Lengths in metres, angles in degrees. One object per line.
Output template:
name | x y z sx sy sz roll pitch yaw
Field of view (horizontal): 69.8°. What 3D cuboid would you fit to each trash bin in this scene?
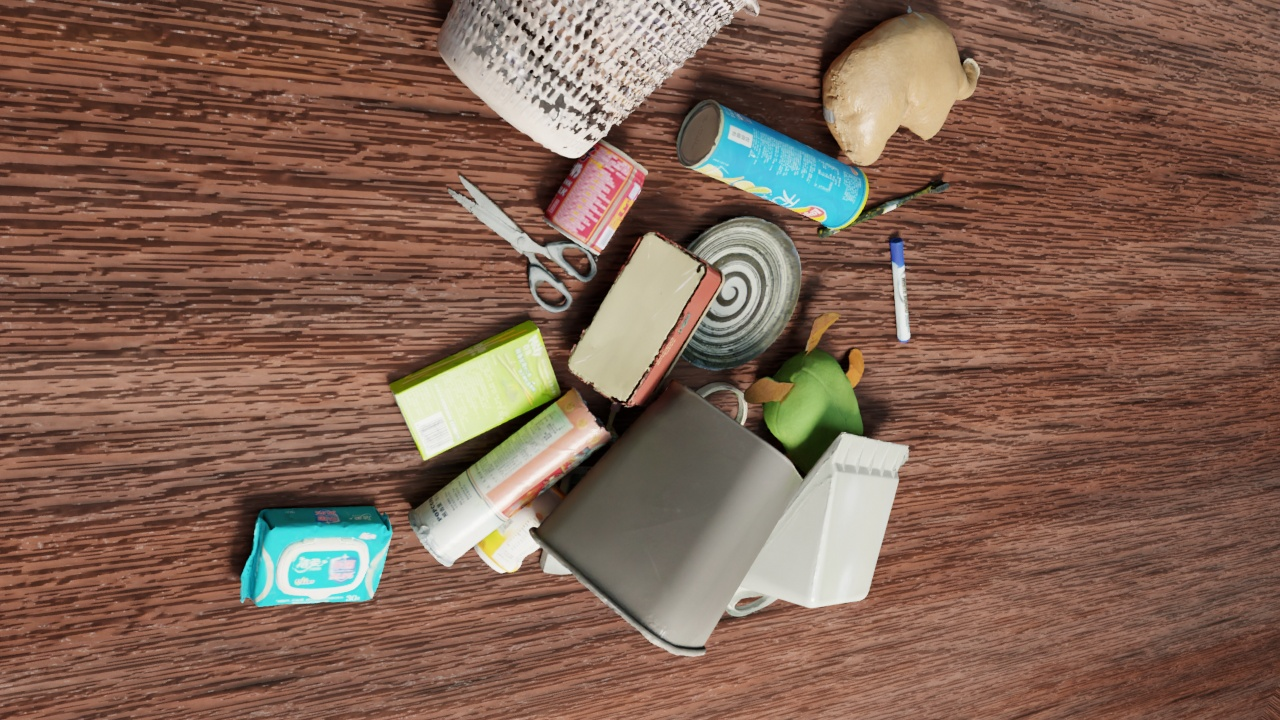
trash bin | 0.040 0.160 0.960 0.219 0.199 0.198 -53 156 -5
trash bin | -0.050 -0.281 0.736 0.227 0.227 0.192 30 109 -36

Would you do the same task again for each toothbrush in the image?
toothbrush | -0.006 0.006 1.006 0.020 0.029 0.190 21 104 7
toothbrush | 0.288 -0.178 1.079 0.185 0.017 0.012 -23 117 -18

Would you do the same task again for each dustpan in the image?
dustpan | 0.205 0.211 1.141 0.222 0.143 0.257 14 87 -53

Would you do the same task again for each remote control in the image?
remote control | -0.075 0.185 1.054 0.056 0.019 0.135 5 110 -31

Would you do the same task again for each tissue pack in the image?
tissue pack | -0.320 0.192 0.902 0.133 0.050 0.093 4 112 -30

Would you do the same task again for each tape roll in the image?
tape roll | 0.088 0.067 1.091 0.085 0.014 0.086 -13 119 -24

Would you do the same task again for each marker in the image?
marker | 0.324 -0.086 1.146 0.016 0.017 0.146 -25 123 -17

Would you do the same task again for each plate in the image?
plate | 0.100 -0.074 1.023 0.179 0.024 0.180 -12 117 -25

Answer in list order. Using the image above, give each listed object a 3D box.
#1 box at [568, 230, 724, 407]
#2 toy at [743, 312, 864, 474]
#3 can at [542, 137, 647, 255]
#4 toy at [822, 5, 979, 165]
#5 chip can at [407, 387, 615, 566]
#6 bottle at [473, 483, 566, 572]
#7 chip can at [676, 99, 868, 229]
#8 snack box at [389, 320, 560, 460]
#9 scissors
box | 0.001 -0.042 0.929 0.168 0.091 0.080 -59 160 7
toy | 0.210 0.063 1.111 0.226 0.090 0.247 -46 131 -19
can | -0.042 -0.157 0.875 0.066 0.066 0.094 29 98 -36
toy | 0.293 -0.305 0.987 0.225 0.082 0.143 -26 128 -20
chip can | -0.132 0.118 0.947 0.214 0.071 0.071 -38 126 -2
bottle | -0.127 0.176 0.994 0.108 0.063 0.063 -45 127 -6
chip can | 0.140 -0.200 0.954 0.210 0.071 0.071 14 106 -33
snack box | -0.164 0.030 0.924 0.156 0.026 0.086 -26 124 -16
scissors | -0.118 -0.108 0.890 0.171 0.014 0.147 -3 113 -28
